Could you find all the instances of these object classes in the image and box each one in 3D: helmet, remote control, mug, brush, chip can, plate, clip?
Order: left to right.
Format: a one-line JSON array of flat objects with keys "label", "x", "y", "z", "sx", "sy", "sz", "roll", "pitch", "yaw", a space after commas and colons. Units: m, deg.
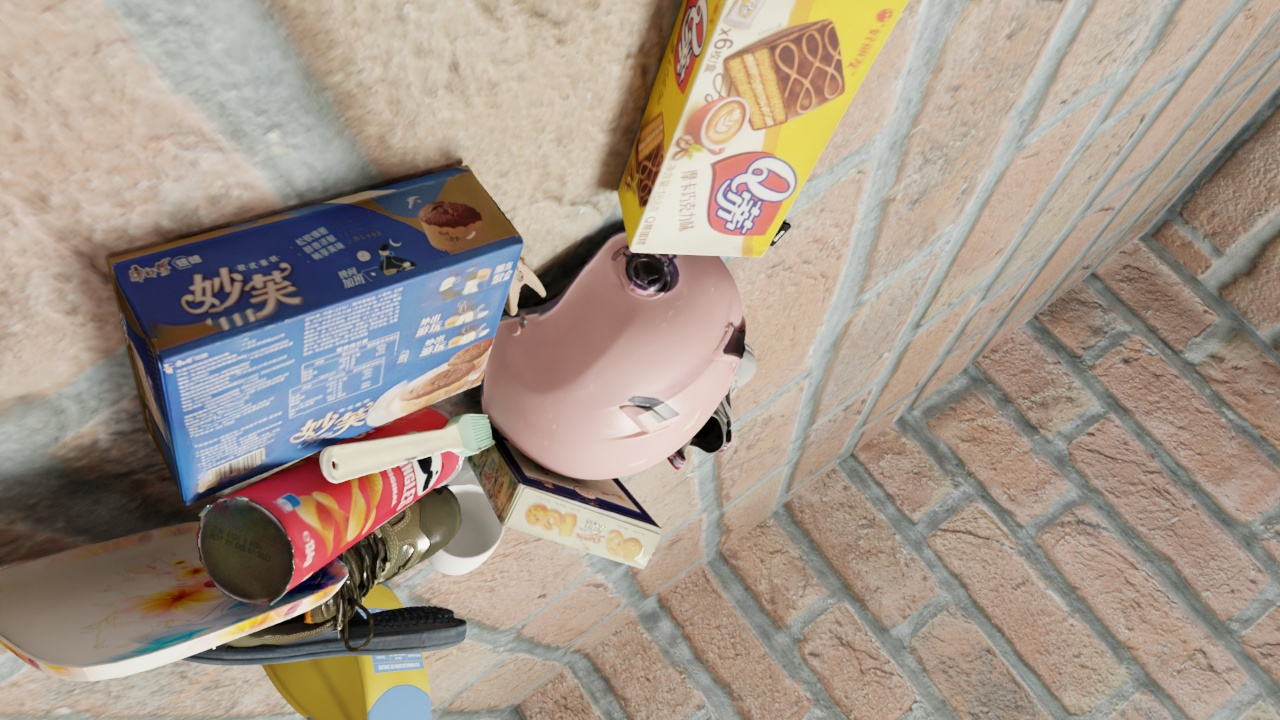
[{"label": "plate", "x": -0.301, "y": 0.145, "z": 0.576, "sx": 0.186, "sy": 0.187, "sz": 0.016, "roll": -11, "pitch": 105, "yaw": -53}, {"label": "chip can", "x": -0.203, "y": 0.090, "z": 0.637, "sx": 0.073, "sy": 0.073, "sz": 0.232, "roll": -44, "pitch": 178, "yaw": 17}, {"label": "brush", "x": -0.160, "y": 0.061, "z": 0.657, "sx": 0.012, "sy": 0.033, "sz": 0.217, "roll": -17, "pitch": 177, "yaw": 18}, {"label": "mug", "x": -0.206, "y": 0.181, "z": 0.962, "sx": 0.114, "sy": 0.080, "sz": 0.088, "roll": 4, "pitch": 152, "yaw": -17}, {"label": "clip", "x": -0.086, "y": -0.062, "z": 0.680, "sx": 0.039, "sy": 0.024, "sz": 0.060, "roll": -28, "pitch": 155, "yaw": -26}, {"label": "helmet", "x": -0.005, "y": 0.005, "z": 0.794, "sx": 0.254, "sy": 0.152, "sz": 0.231, "roll": -31, "pitch": 159, "yaw": -26}, {"label": "remote control", "x": 0.109, "y": -0.128, "z": 0.897, "sx": 0.030, "sy": 0.009, "sz": 0.139, "roll": -47, "pitch": 159, "yaw": 25}]

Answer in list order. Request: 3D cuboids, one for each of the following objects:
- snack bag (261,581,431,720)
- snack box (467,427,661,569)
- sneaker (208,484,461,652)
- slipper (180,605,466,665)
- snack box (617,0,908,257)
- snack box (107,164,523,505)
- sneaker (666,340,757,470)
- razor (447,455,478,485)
[{"label": "snack bag", "x": -0.280, "y": 0.319, "z": 0.925, "sx": 0.102, "sy": 0.205, "sz": 0.159, "roll": -37, "pitch": 161, "yaw": -2}, {"label": "snack box", "x": -0.072, "y": 0.120, "z": 0.829, "sx": 0.144, "sy": 0.145, "sz": 0.042, "roll": 23, "pitch": 97, "yaw": -26}, {"label": "sneaker", "x": -0.235, "y": 0.154, "z": 0.712, "sx": 0.237, "sy": 0.101, "sz": 0.143, "roll": -19, "pitch": -164, "yaw": -32}, {"label": "slipper", "x": -0.288, "y": 0.220, "z": 0.820, "sx": 0.263, "sy": 0.082, "sz": 0.101, "roll": -1, "pitch": 172, "yaw": -4}, {"label": "snack box", "x": 0.068, "y": -0.165, "z": 0.601, "sx": 0.110, "sy": 0.061, "sz": 0.231, "roll": 0, "pitch": 146, "yaw": -18}, {"label": "snack box", "x": -0.183, "y": -0.016, "z": 0.541, "sx": 0.202, "sy": 0.069, "sz": 0.155, "roll": -24, "pitch": 156, "yaw": -33}, {"label": "sneaker", "x": 0.075, "y": 0.045, "z": 1.055, "sx": 0.262, "sy": 0.128, "sz": 0.097, "roll": -16, "pitch": 152, "yaw": -51}, {"label": "razor", "x": -0.127, "y": 0.089, "z": 0.911, "sx": 0.156, "sy": 0.060, "sz": 0.057, "roll": -11, "pitch": 108, "yaw": -22}]
